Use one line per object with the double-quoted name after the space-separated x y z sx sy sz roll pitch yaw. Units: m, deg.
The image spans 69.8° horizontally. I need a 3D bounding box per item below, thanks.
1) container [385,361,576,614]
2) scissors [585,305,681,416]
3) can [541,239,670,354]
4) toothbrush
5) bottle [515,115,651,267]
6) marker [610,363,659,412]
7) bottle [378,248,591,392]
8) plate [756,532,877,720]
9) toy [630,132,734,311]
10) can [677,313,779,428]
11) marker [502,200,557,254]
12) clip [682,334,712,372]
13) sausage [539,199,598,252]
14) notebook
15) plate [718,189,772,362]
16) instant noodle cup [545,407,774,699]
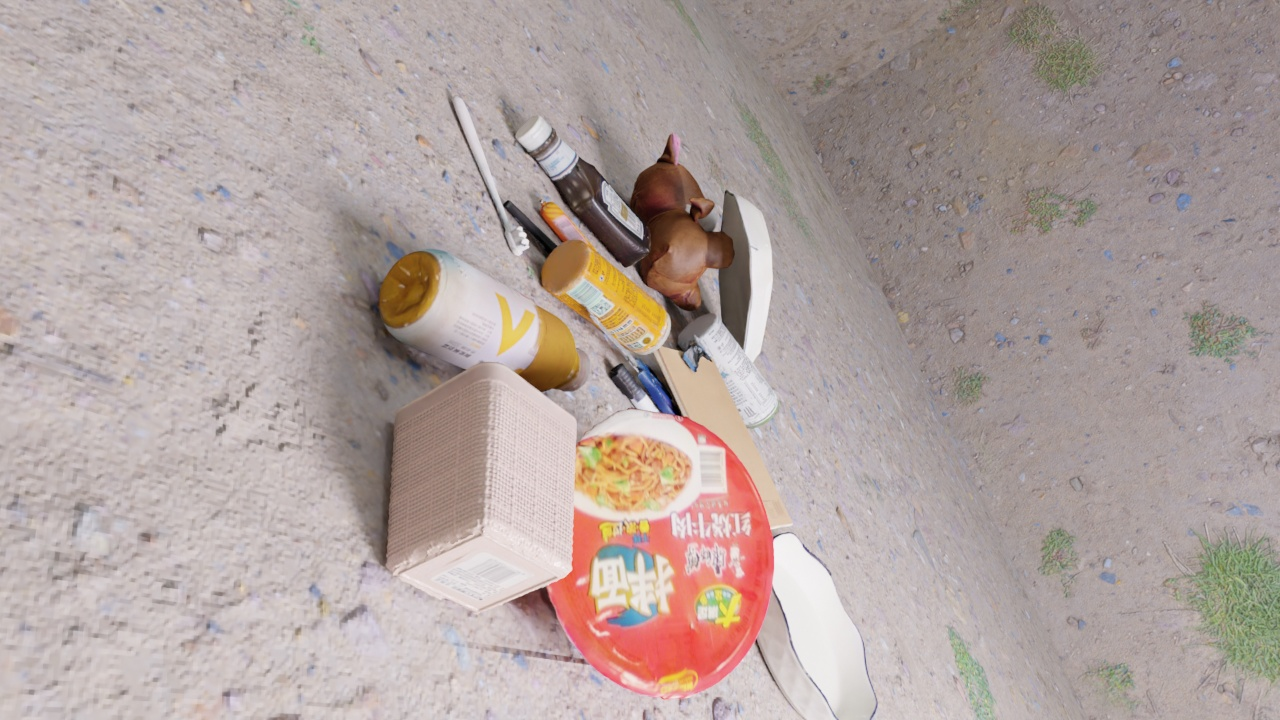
-0.094 0.079 0.547 0.090 0.090 0.110 41 32 -40 "container"
-0.009 -0.003 0.909 0.173 0.012 0.124 54 7 -14 "scissors"
-0.031 -0.060 0.899 0.146 0.058 0.058 36 32 -46 "can"
-0.142 -0.178 0.863 0.016 0.016 0.180 13 50 -64 "toothbrush"
-0.062 -0.190 1.022 0.195 0.044 0.079 45 26 -32 "bottle"
0.013 0.058 0.903 0.131 0.018 0.022 54 42 -14 "marker"
-0.104 -0.019 0.673 0.189 0.068 0.068 29 37 -53 "bottle"
0.171 0.278 0.933 0.205 0.046 0.204 48 23 -29 "plate"
0.047 -0.171 1.138 0.130 0.140 0.199 3 51 -33 "toy"
0.108 0.014 1.114 0.147 0.058 0.058 51 23 -22 "can"
-0.090 -0.111 0.896 0.124 0.015 0.018 45 -12 -31 "marker"
0.062 -0.011 1.000 0.027 0.045 0.058 48 14 -16 "clip"
-0.052 -0.107 0.964 0.165 0.021 0.021 49 24 -28 "sausage"
0.091 0.083 0.975 0.149 0.012 0.211 11 51 -61 "notebook"
0.130 -0.094 1.144 0.266 0.034 0.161 88 -6 -56 "plate"
0.003 0.134 0.643 0.193 0.066 0.193 11 70 -32 "instant noodle cup"
